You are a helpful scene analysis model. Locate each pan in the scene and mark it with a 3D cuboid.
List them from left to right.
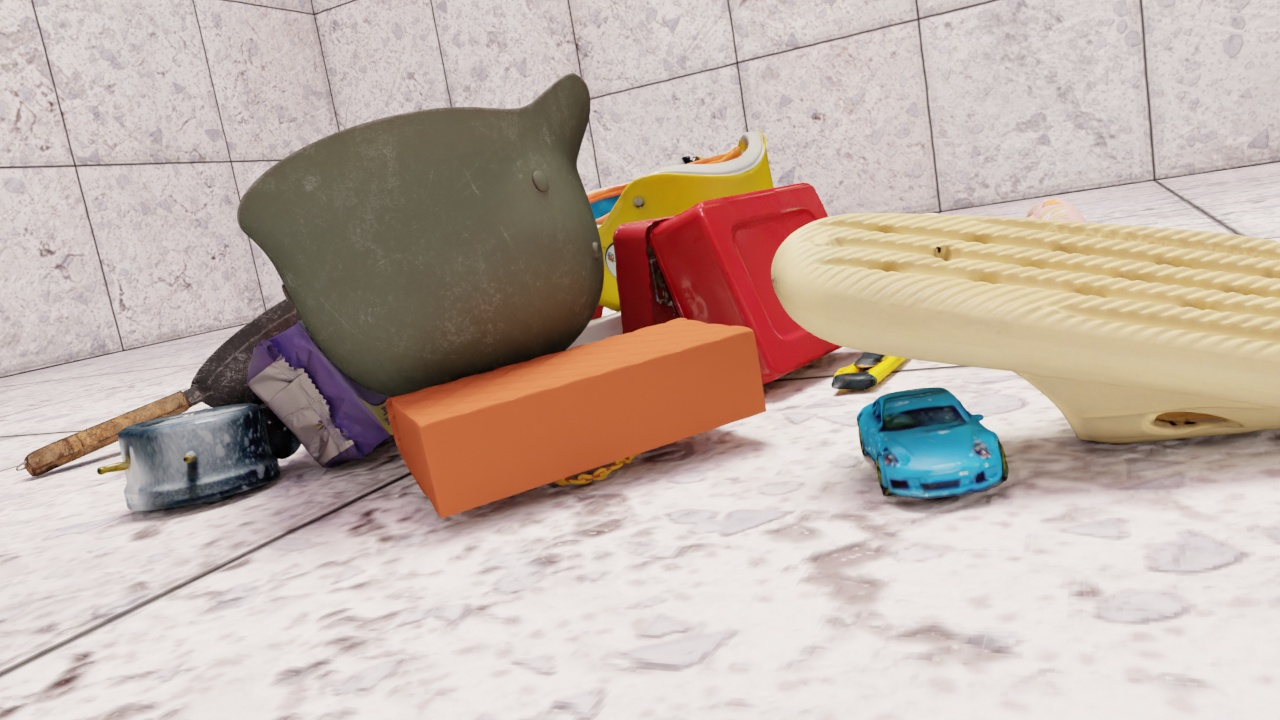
[{"bbox_3d":[-0.385,0.020,0.852,0.355,0.040,0.208,-38,-1,-43],"label":"pan"}]

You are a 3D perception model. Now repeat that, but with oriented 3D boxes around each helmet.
[{"bbox_3d":[-0.113,-0.057,0.556,0.227,0.153,0.267,-22,-7,10],"label":"helmet"},{"bbox_3d":[0.020,-0.110,0.866,0.241,0.139,0.208,-8,18,45],"label":"helmet"}]

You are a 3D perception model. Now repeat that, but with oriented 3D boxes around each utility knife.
[{"bbox_3d":[0.161,-0.002,0.609,0.030,0.017,0.155,6,12,29],"label":"utility knife"}]

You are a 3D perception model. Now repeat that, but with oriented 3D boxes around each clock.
[{"bbox_3d":[-0.270,0.057,0.581,0.090,0.052,0.129,-8,5,10],"label":"clock"}]

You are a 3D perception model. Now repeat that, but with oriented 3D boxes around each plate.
[{"bbox_3d":[-0.045,-0.012,0.730,0.182,0.034,0.182,-19,4,1],"label":"plate"}]

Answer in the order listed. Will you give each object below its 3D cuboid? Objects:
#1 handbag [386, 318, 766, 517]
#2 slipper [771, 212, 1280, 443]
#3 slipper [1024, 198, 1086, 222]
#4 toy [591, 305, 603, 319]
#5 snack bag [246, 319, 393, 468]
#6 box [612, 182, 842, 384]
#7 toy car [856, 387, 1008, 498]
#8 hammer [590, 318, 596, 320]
[{"bbox_3d":[-0.036,0.026,0.483,0.171,0.060,0.109,-16,16,-21],"label":"handbag"},{"bbox_3d":[0.183,-0.005,0.381,0.261,0.079,0.111,8,32,9],"label":"slipper"},{"bbox_3d":[0.238,-0.043,0.554,0.082,0.093,0.197,-18,6,20],"label":"slipper"},{"bbox_3d":[-0.129,-0.071,1.059,0.158,0.120,0.198,-21,6,-42],"label":"toy"},{"bbox_3d":[-0.201,0.012,0.648,0.058,0.096,0.205,-38,7,5],"label":"snack bag"},{"bbox_3d":[0.076,-0.052,0.636,0.123,0.136,0.157,-1,13,43],"label":"box"},{"bbox_3d":[0.119,0.030,0.385,0.048,0.032,0.105,-8,11,8],"label":"toy car"},{"bbox_3d":[-0.043,-0.031,0.914,0.322,0.051,0.117,-11,9,-28],"label":"hammer"}]
